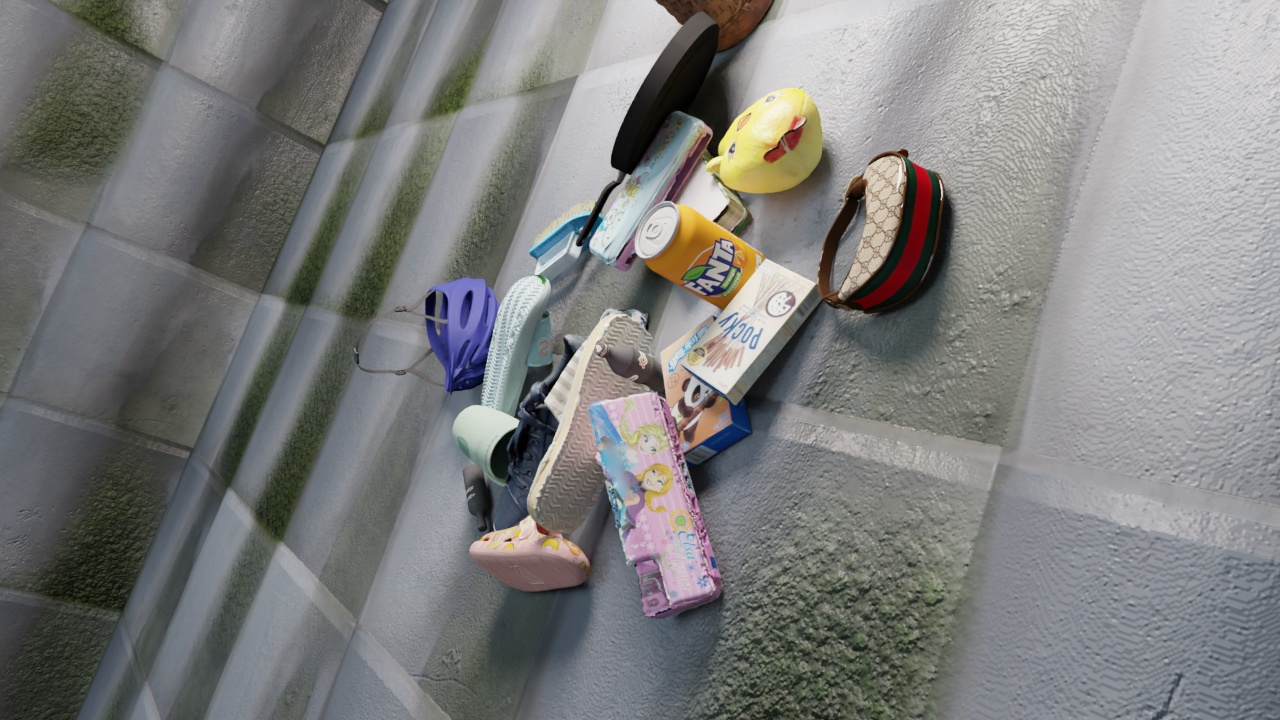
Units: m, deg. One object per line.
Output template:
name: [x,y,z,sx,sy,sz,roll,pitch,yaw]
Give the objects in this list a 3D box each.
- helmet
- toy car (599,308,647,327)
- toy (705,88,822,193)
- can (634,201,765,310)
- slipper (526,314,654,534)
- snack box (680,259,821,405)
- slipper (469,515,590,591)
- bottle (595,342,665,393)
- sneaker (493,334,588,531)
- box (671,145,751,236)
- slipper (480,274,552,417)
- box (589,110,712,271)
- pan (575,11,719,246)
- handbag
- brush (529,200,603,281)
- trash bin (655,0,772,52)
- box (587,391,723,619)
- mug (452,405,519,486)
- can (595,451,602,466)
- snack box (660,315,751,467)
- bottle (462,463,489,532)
helmet: [-0.319,-0.042,1.410,0.241,0.227,0.148,-105,21,-47]
toy car: [-0.026,-0.049,1.198,0.090,0.027,0.038,4,70,53]
toy: [0.142,-0.252,1.058,0.134,0.092,0.207,-48,28,7]
can: [0.069,-0.114,1.014,0.079,0.142,0.079,-30,47,39]
slipper: [-0.062,0.073,1.088,0.054,0.114,0.272,-3,62,54]
snack box: [0.117,-0.032,0.968,0.150,0.026,0.082,-51,43,-4]
slipper: [-0.124,0.229,1.116,0.198,0.093,0.081,-12,40,47]
bottle: [-0.006,0.006,1.066,0.036,0.109,0.036,-30,47,39]
sneaker: [-0.132,0.095,1.165,0.295,0.127,0.121,-62,33,7]
box: [0.062,-0.201,1.163,0.118,0.050,0.205,-46,39,20]
slipper: [-0.172,-0.008,1.329,0.104,0.074,0.246,41,118,55]
box: [0.010,-0.215,1.162,0.214,0.036,0.076,-57,35,6]
pan: [0.003,-0.292,1.223,0.357,0.034,0.224,-59,-4,27]
handbag: [0.225,-0.127,0.898,0.139,0.063,0.166,-17,55,58]
brush: [-0.104,-0.176,1.353,0.136,0.055,0.075,-32,41,37]
trash bin: [0.062,-0.536,1.227,0.152,0.210,0.151,-31,46,38]
box: [0.006,0.141,0.940,0.085,0.076,0.230,-27,63,23]
mug: [-0.204,0.122,1.269,0.104,0.083,0.111,24,131,39]
can: [-0.007,0.095,1.049,0.067,0.067,0.076,28,91,55]
snack box: [0.069,0.033,1.017,0.087,0.034,0.151,-36,44,33]
bottle: [-0.232,0.198,1.310,0.030,0.030,0.113,-48,38,22]
